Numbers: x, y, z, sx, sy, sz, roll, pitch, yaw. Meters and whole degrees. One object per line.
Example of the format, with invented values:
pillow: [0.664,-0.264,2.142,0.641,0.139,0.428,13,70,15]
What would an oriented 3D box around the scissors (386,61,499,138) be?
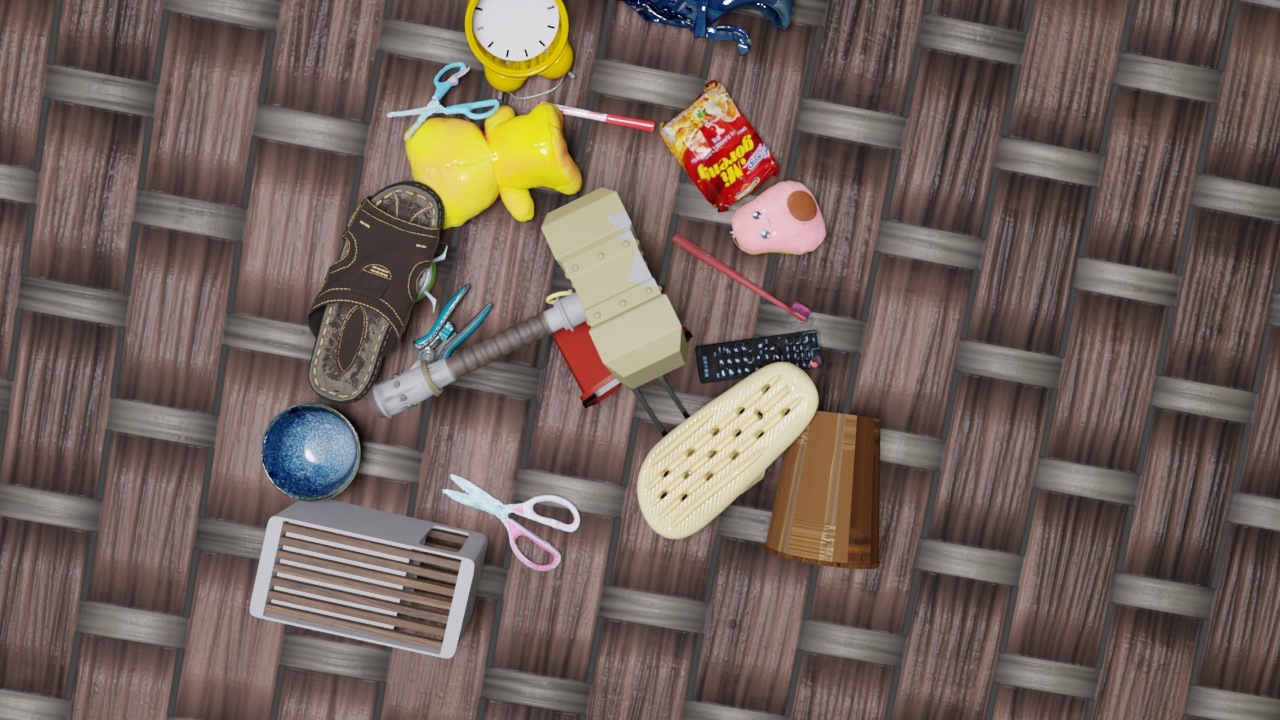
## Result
scissors: [-0.215,-0.292,1.041,0.134,0.015,0.134,16,63,21]

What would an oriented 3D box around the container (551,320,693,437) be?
container: [-0.006,0.006,1.056,0.148,0.127,0.201,-34,87,0]

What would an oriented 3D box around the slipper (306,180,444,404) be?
slipper: [-0.300,-0.075,1.017,0.113,0.075,0.268,24,94,-3]

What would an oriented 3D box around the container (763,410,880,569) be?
container: [0.219,0.145,1.068,0.132,0.132,0.167,7,87,-2]

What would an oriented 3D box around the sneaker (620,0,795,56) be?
sneaker: [0.042,-0.406,1.032,0.294,0.120,0.127,-2,103,-13]

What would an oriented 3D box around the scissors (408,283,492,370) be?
scissors: [-0.238,-0.030,1.092,0.127,0.019,0.142,-3,100,-7]

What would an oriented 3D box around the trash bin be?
trash bin: [-0.306,0.245,1.059,0.229,0.114,0.114,13,93,-2]

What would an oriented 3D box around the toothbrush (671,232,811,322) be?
toothbrush: [0.122,-0.101,1.101,0.190,0.016,0.016,31,87,-3]

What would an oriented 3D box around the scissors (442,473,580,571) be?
scissors: [-0.155,0.173,1.113,0.179,0.016,0.103,36,93,0]

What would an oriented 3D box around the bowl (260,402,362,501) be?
bowl: [-0.378,0.103,1.077,0.114,0.060,0.114,0,95,-2]

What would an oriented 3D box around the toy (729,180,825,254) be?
toy: [0.159,-0.160,1.081,0.110,0.051,0.090,-21,92,1]

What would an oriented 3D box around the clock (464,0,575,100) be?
clock: [-0.136,-0.370,1.039,0.113,0.052,0.152,-16,131,1]

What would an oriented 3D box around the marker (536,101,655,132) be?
marker: [-0.053,-0.290,1.087,0.142,0.013,0.013,10,93,-2]

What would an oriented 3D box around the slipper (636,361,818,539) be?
slipper: [0.103,0.101,1.079,0.262,0.079,0.111,-44,73,18]

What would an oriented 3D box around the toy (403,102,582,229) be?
toy: [-0.169,-0.222,1.050,0.194,0.087,0.134,-10,98,2]

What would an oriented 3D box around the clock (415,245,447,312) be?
clock: [-0.289,-0.106,1.076,0.119,0.042,0.094,14,92,-3]

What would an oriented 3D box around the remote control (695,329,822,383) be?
remote control: [0.142,-0.005,1.106,0.150,0.022,0.047,-7,93,-3]

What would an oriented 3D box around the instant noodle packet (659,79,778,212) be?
instant noodle packet: [0.092,-0.251,1.081,0.098,0.040,0.135,-37,93,-6]

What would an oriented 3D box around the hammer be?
hammer: [-0.132,-0.022,0.959,0.325,0.101,0.190,-25,77,2]
